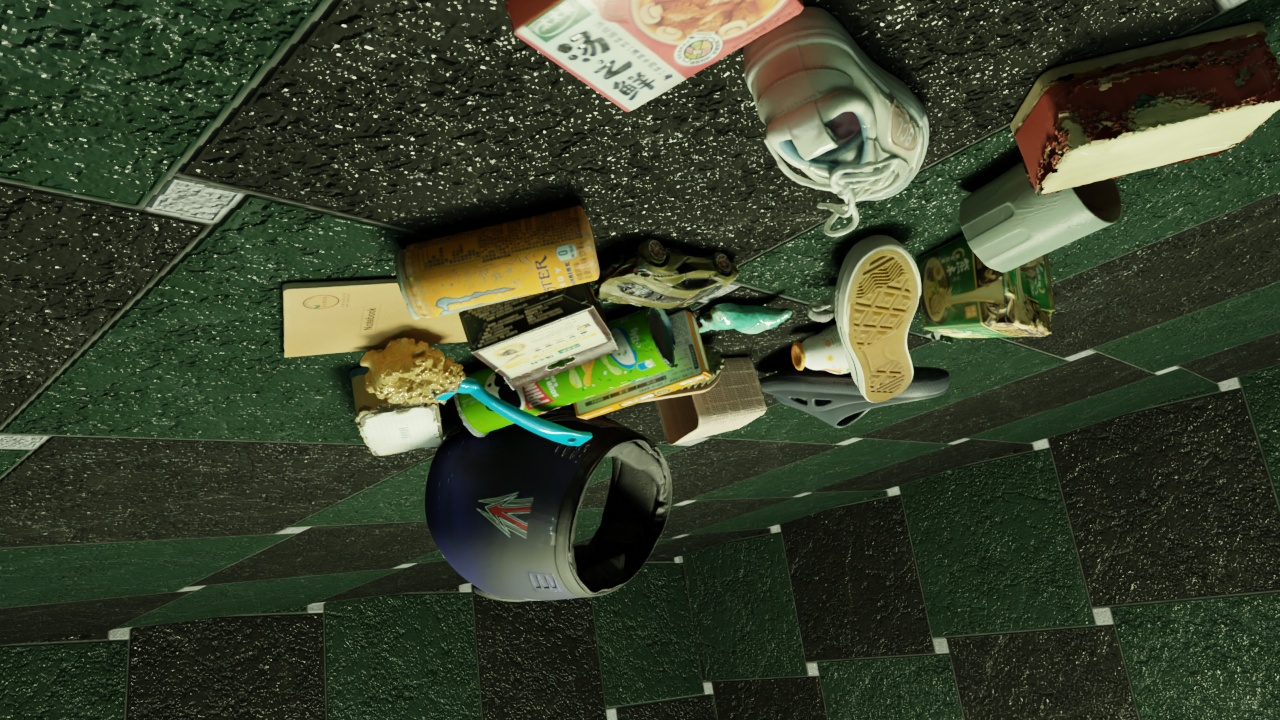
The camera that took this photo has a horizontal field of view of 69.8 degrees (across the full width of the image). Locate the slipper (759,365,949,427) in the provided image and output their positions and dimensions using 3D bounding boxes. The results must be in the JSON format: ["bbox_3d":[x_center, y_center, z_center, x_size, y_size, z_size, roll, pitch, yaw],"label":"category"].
[{"bbox_3d":[0.264,0.050,1.171,0.110,0.083,0.269,-14,-170,-43],"label":"slipper"}]

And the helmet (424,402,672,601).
[{"bbox_3d":[-0.125,0.166,1.138,0.241,0.247,0.315,11,180,25],"label":"helmet"}]

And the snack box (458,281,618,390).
[{"bbox_3d":[-0.089,-0.027,0.839,0.113,0.053,0.125,-21,167,3],"label":"snack box"}]

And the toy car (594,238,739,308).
[{"bbox_3d":[0.027,-0.073,0.827,0.157,0.042,0.070,0,159,-42],"label":"toy car"}]

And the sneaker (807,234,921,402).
[{"bbox_3d":[0.239,-0.052,0.970,0.118,0.087,0.241,-25,141,-1],"label":"sneaker"}]

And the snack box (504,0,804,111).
[{"bbox_3d":[0.000,-0.186,0.445,0.113,0.044,0.127,-23,160,28],"label":"snack box"}]

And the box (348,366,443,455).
[{"bbox_3d":[-0.259,0.056,0.994,0.089,0.059,0.185,-8,164,-14],"label":"box"}]

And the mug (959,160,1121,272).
[{"bbox_3d":[0.355,-0.140,0.805,0.123,0.083,0.104,-31,179,-41],"label":"mug"}]

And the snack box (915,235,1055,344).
[{"bbox_3d":[0.353,-0.077,0.954,0.106,0.117,0.118,-12,165,42],"label":"snack box"}]

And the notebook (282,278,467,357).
[{"bbox_3d":[-0.206,-0.040,0.812,0.207,0.008,0.148,-6,161,-23],"label":"notebook"}]

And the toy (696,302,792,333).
[{"bbox_3d":[0.101,-0.044,0.988,0.091,0.030,0.097,6,162,-35],"label":"toy"}]

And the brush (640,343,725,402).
[{"bbox_3d":[0.028,0.015,1.062,0.145,0.063,0.073,-7,158,-25],"label":"brush"}]

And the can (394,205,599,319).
[{"bbox_3d":[-0.106,-0.074,0.694,0.146,0.058,0.058,-13,163,0],"label":"can"}]

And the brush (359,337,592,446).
[{"bbox_3d":[-0.153,0.041,0.907,0.254,0.045,0.083,26,135,-33],"label":"brush"}]

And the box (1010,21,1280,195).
[{"bbox_3d":[0.377,-0.178,0.680,0.168,0.080,0.091,-14,164,0],"label":"box"}]

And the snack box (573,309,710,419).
[{"bbox_3d":[-0.006,0.006,0.985,0.154,0.075,0.026,-19,163,20],"label":"snack box"}]

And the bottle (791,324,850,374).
[{"bbox_3d":[0.241,-0.014,1.123,0.108,0.063,0.063,-9,162,-12],"label":"bottle"}]

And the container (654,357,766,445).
[{"bbox_3d":[0.090,0.048,1.169,0.110,0.090,0.090,-7,162,-29],"label":"container"}]

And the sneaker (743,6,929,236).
[{"bbox_3d":[0.146,-0.140,0.618,0.090,0.090,0.242,-21,162,26],"label":"sneaker"}]

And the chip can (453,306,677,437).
[{"bbox_3d":[-0.079,0.011,0.960,0.236,0.072,0.072,-20,161,19],"label":"chip can"}]
